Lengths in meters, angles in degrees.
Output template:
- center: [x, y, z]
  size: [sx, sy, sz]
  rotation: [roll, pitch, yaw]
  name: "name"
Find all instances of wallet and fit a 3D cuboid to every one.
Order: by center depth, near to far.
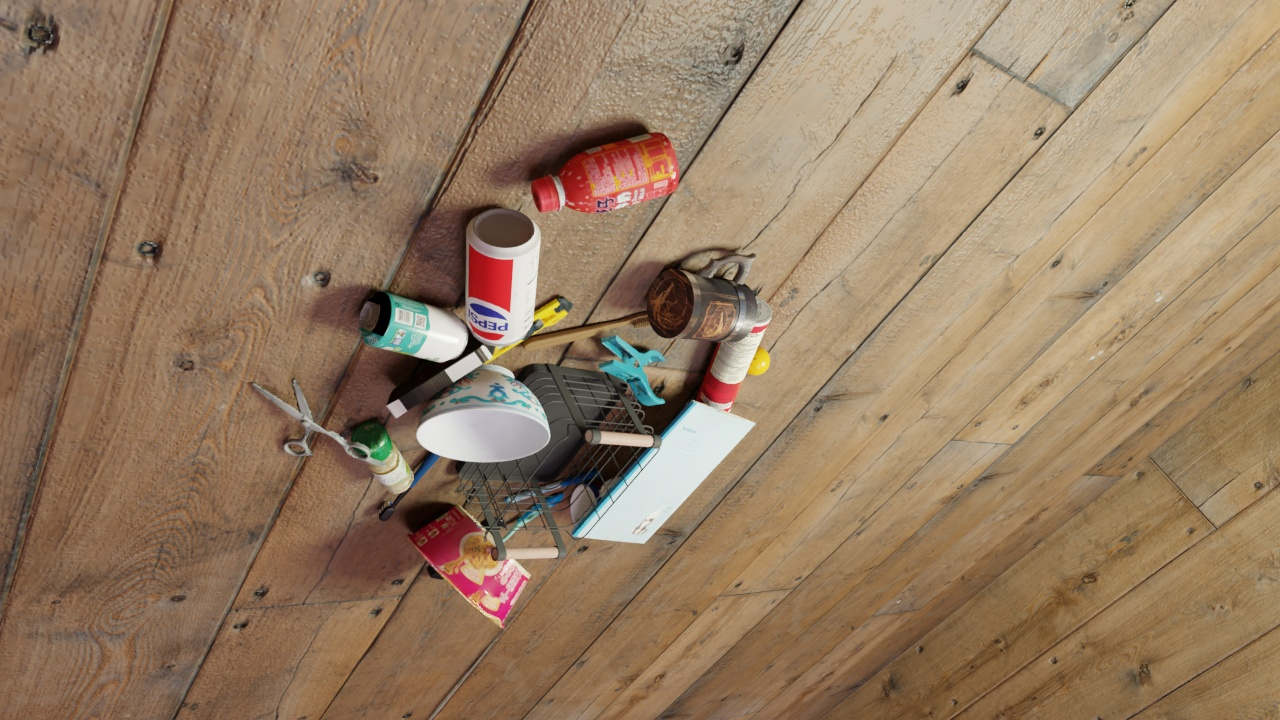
- center: [-0.213, 0.013, 0.985]
  size: [0.123, 0.072, 0.019]
  rotation: [-32, 106, 5]
  name: "wallet"

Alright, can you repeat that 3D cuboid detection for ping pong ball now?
- center: [0.156, 0.000, 1.248]
  size: [0.040, 0.040, 0.040]
  rotation: [-19, 144, -15]
  name: "ping pong ball"

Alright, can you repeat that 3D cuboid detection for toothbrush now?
- center: [-0.058, -0.034, 1.077]
  size: [0.166, 0.016, 0.016]
  rotation: [-13, 144, -21]
  name: "toothbrush"
- center: [-0.278, 0.143, 1.143]
  size: [0.014, 0.014, 0.168]
  rotation: [26, 115, -37]
  name: "toothbrush"
- center: [-0.168, 0.231, 1.330]
  size: [0.135, 0.017, 0.022]
  rotation: [-37, 144, -3]
  name: "toothbrush"

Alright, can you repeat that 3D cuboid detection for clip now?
- center: [-0.003, -0.006, 1.130]
  size: [0.031, 0.121, 0.130]
  rotation: [-8, 135, 33]
  name: "clip"

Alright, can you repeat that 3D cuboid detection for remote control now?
- center: [-0.250, 0.271, 1.324]
  size: [0.137, 0.015, 0.032]
  rotation: [-40, 144, 15]
  name: "remote control"

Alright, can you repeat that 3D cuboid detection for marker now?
- center: [-0.124, 0.179, 1.300]
  size: [0.141, 0.013, 0.013]
  rotation: [-15, 143, -20]
  name: "marker"

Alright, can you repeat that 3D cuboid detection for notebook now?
- center: [0.035, 0.163, 1.277]
  size: [0.254, 0.009, 0.181]
  rotation: [-49, 146, 14]
  name: "notebook"

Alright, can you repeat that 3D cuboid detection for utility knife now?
- center: [-0.148, -0.023, 1.030]
  size: [0.165, 0.017, 0.030]
  rotation: [-30, 136, 6]
  name: "utility knife"

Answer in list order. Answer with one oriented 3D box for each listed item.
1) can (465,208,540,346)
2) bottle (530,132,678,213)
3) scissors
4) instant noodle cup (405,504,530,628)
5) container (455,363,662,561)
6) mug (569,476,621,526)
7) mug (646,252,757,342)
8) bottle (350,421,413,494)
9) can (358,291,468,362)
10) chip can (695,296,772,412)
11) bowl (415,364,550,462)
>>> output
- center: [-0.138, -0.081, 0.913]
  size: [0.070, 0.070, 0.132]
  rotation: [-13, 142, -22]
  name: "can"
- center: [-0.036, -0.173, 0.878]
  size: [0.137, 0.062, 0.062]
  rotation: [-18, 144, -14]
  name: "bottle"
- center: [-0.339, 0.071, 0.976]
  size: [0.161, 0.014, 0.142]
  rotation: [21, 139, -17]
  name: "scissors"
- center: [-0.219, 0.264, 1.217]
  size: [0.077, 0.179, 0.179]
  rotation: [-46, 148, -13]
  name: "instant noodle cup"
- center: [-0.103, 0.128, 1.147]
  size: [0.162, 0.130, 0.242]
  rotation: [9, 130, -42]
  name: "container"
- center: [-0.043, 0.203, 1.329]
  size: [0.076, 0.075, 0.112]
  rotation: [2, 139, -37]
  name: "mug"
- center: [0.080, -0.077, 1.073]
  size: [0.107, 0.080, 0.116]
  rotation: [4, 116, -40]
  name: "mug"
- center: [-0.299, 0.116, 1.071]
  size: [0.043, 0.043, 0.111]
  rotation: [-23, 145, -9]
  name: "bottle"
- center: [-0.228, -0.032, 0.924]
  size: [0.101, 0.055, 0.055]
  rotation: [17, 125, -46]
  name: "can"
- center: [0.117, 0.008, 1.222]
  size: [0.051, 0.051, 0.215]
  rotation: [-11, 141, -25]
  name: "chip can"
- center: [-0.173, 0.051, 1.016]
  size: [0.144, 0.074, 0.144]
  rotation: [-3, 152, -2]
  name: "bowl"
